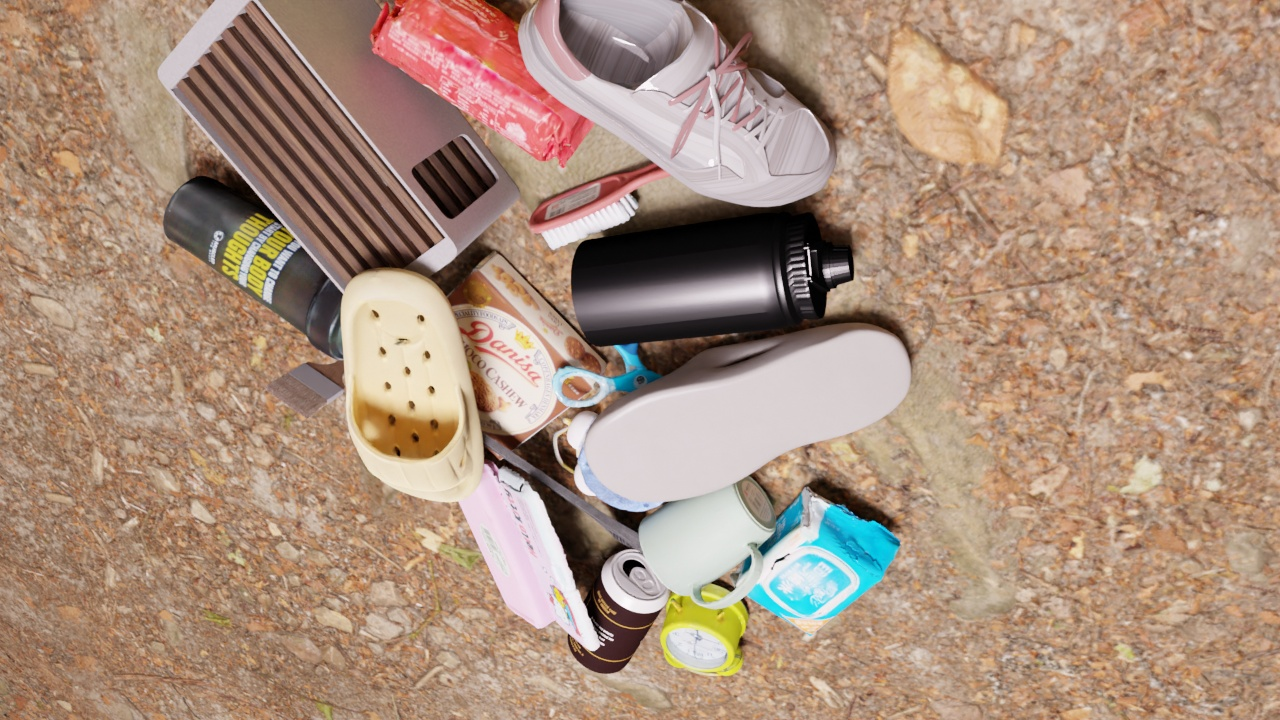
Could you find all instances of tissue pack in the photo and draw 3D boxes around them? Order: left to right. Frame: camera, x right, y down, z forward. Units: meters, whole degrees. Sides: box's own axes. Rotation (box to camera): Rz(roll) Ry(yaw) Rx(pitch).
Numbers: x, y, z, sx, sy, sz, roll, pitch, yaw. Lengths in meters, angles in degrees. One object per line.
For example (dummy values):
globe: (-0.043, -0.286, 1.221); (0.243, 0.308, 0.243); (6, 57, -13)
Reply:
tissue pack: (0.153, 0.181, 0.822); (0.093, 0.061, 0.145); (34, 126, -2)

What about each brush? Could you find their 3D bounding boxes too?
brush: (-0.262, 0.005, 0.810); (0.045, 0.142, 0.008); (34, 125, 8)
brush: (-0.009, -0.128, 0.705); (0.173, 0.040, 0.030); (-18, 130, 26)

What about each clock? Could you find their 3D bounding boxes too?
clock: (-0.022, 0.087, 0.832); (0.125, 0.051, 0.089); (5, 123, 17)
clock: (0.063, 0.275, 0.918); (0.083, 0.056, 0.119); (6, 129, 16)

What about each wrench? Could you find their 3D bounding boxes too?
wrench: (-0.070, 0.122, 0.847); (0.273, 0.018, 0.073); (37, 167, -20)

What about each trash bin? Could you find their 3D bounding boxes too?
trash bin: (-0.222, -0.170, 0.704); (0.115, 0.114, 0.229); (-28, 108, 31)

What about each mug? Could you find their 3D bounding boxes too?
mug: (0.067, 0.163, 0.815); (0.104, 0.111, 0.084); (-36, 137, 24)

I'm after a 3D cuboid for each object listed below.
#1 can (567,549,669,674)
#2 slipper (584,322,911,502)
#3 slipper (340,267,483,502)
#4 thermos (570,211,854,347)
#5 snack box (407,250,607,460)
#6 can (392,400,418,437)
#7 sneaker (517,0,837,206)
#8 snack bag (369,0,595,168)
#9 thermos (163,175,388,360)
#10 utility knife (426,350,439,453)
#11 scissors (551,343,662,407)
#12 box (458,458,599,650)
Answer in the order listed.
can: (-0.023, 0.254, 0.925); (0.072, 0.071, 0.129); (27, 126, 2)
slipper: (0.083, 0.029, 0.754); (0.266, 0.080, 0.113); (-23, 120, 12)
slipper: (-0.190, 0.044, 0.730); (0.111, 0.079, 0.262); (8, 133, 3)
thermos: (0.056, -0.062, 0.690); (0.199, 0.085, 0.086); (-5, 119, 23)
snack box: (-0.128, 0.000, 0.822); (0.143, 0.041, 0.147); (46, 125, -11)
can: (-0.219, 0.068, 0.870); (0.043, 0.086, 0.086); (0, 121, 21)
sneaker: (0.033, -0.176, 0.593); (0.236, 0.089, 0.099); (24, 90, -11)
snack bag: (-0.110, -0.211, 0.658); (0.176, 0.082, 0.083); (32, 126, -3)
thermos: (-0.304, -0.079, 0.799); (0.221, 0.097, 0.098); (29, 126, 10)
utility knife: (-0.184, 0.039, 0.833); (0.030, 0.017, 0.159); (15, 129, 24)
scissors: (-0.002, 0.004, 0.781); (0.140, 0.013, 0.118); (13, 91, -14)
box: (-0.114, 0.186, 0.894); (0.153, 0.037, 0.201); (16, 131, 51)
